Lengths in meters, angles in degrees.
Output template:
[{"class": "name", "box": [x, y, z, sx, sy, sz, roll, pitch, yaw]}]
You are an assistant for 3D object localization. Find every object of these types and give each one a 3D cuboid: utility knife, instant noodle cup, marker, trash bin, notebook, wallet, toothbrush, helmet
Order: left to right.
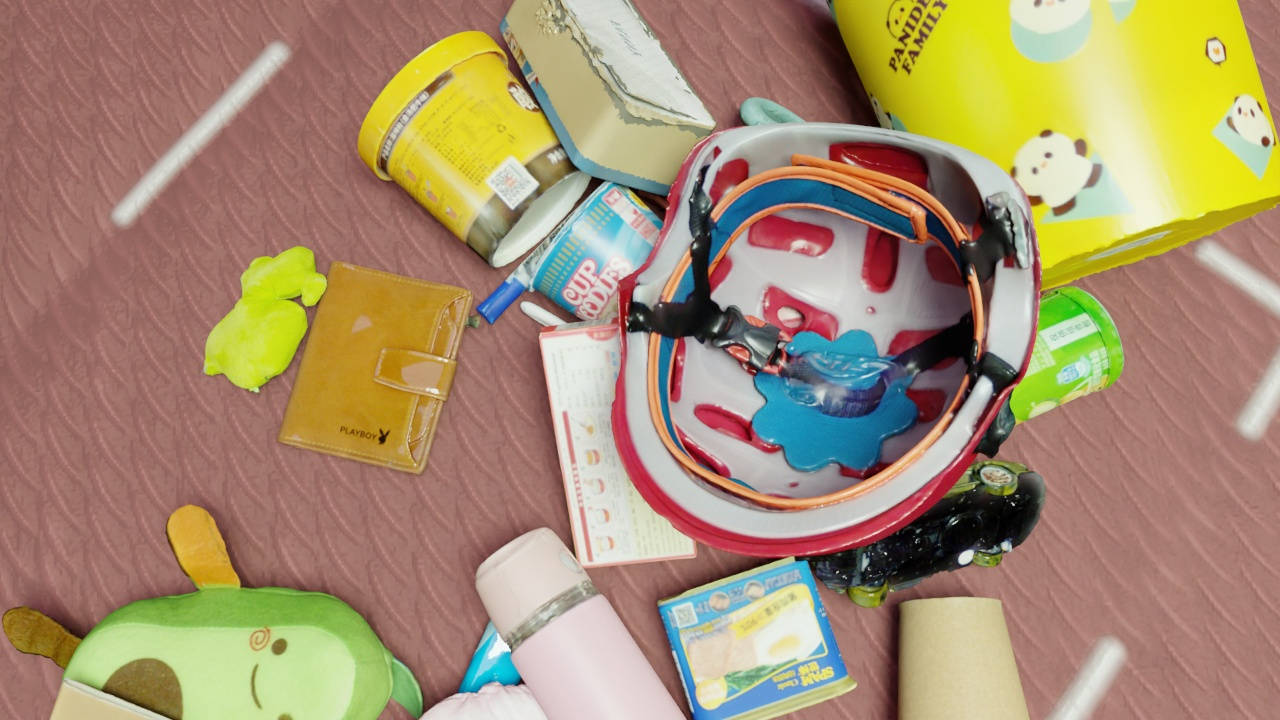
[{"class": "notebook", "box": [-0.286, 0.292, 0.516, 0.148, 0.008, 0.208, 25, 102, -5]}, {"class": "wallet", "box": [-0.171, 0.005, 0.621, 0.119, 0.035, 0.130, 11, 77, 10]}, {"class": "utility knife", "box": [-0.125, 0.265, 0.565, 0.034, 0.018, 0.218, 27, 79, -7]}, {"class": "instant noodle cup", "box": [-0.104, -0.134, 0.609, 0.118, 0.118, 0.114, -43, 87, -8]}, {"class": "marker", "box": [-0.059, -0.082, 0.643, 0.017, 0.017, 0.145, 42, 81, 10]}, {"class": "toothbrush", "box": [-0.004, 0.004, 0.623, 0.180, 0.016, 0.016, 30, 72, 7]}, {"class": "instant noodle cup", "box": [-0.001, -0.050, 0.600, 0.110, 0.099, 0.099, 39, 81, 2]}, {"class": "helmet", "box": [0.098, 0.002, 0.492, 0.207, 0.144, 0.239, 14, 72, 28]}, {"class": "trash bin", "box": [0.246, -0.181, 0.561, 0.229, 0.230, 0.255, -16, 83, -2]}]

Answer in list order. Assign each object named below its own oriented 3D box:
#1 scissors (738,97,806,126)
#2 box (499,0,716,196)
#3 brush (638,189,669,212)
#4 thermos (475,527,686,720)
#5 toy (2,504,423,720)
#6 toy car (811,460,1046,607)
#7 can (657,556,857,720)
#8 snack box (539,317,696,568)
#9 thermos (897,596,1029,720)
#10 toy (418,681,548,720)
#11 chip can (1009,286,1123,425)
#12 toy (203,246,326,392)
[{"class": "scissors", "box": [0.131, -0.109, 0.612, 0.180, 0.019, 0.143, 39, 37, -2]}, {"class": "box", "box": [-0.022, -0.183, 0.599, 0.089, 0.061, 0.184, 8, 45, -39]}, {"class": "brush", "box": [0.066, -0.089, 0.619, 0.146, 0.063, 0.069, 44, 92, 11]}, {"class": "thermos", "box": [-0.020, 0.192, 0.536, 0.067, 0.087, 0.198, -40, 72, 8]}, {"class": "toy", "box": [-0.261, 0.200, 0.548, 0.247, 0.090, 0.227, -12, 87, 3]}, {"class": "toy car", "box": [0.178, 0.103, 0.565, 0.158, 0.042, 0.070, -10, 121, -15]}, {"class": "can", "box": [0.068, 0.173, 0.563, 0.102, 0.057, 0.083, -17, 75, -2]}, {"class": "snack box", "box": [-0.012, 0.051, 0.569, 0.077, 0.027, 0.156, -7, 105, 5]}, {"class": "thermos", "box": [0.190, 0.215, 0.538, 0.093, 0.093, 0.143, 0, 69, 1]}, {"class": "toy", "box": [-0.080, 0.271, 0.538, 0.121, 0.054, 0.159, -8, 83, -23]}, {"class": "chip can", "box": [0.194, 0.024, 0.585, 0.221, 0.072, 0.072, -23, 78, -3]}, {"class": "toy", "box": [-0.255, -0.029, 0.625, 0.097, 0.031, 0.100, -13, 67, 17]}]
